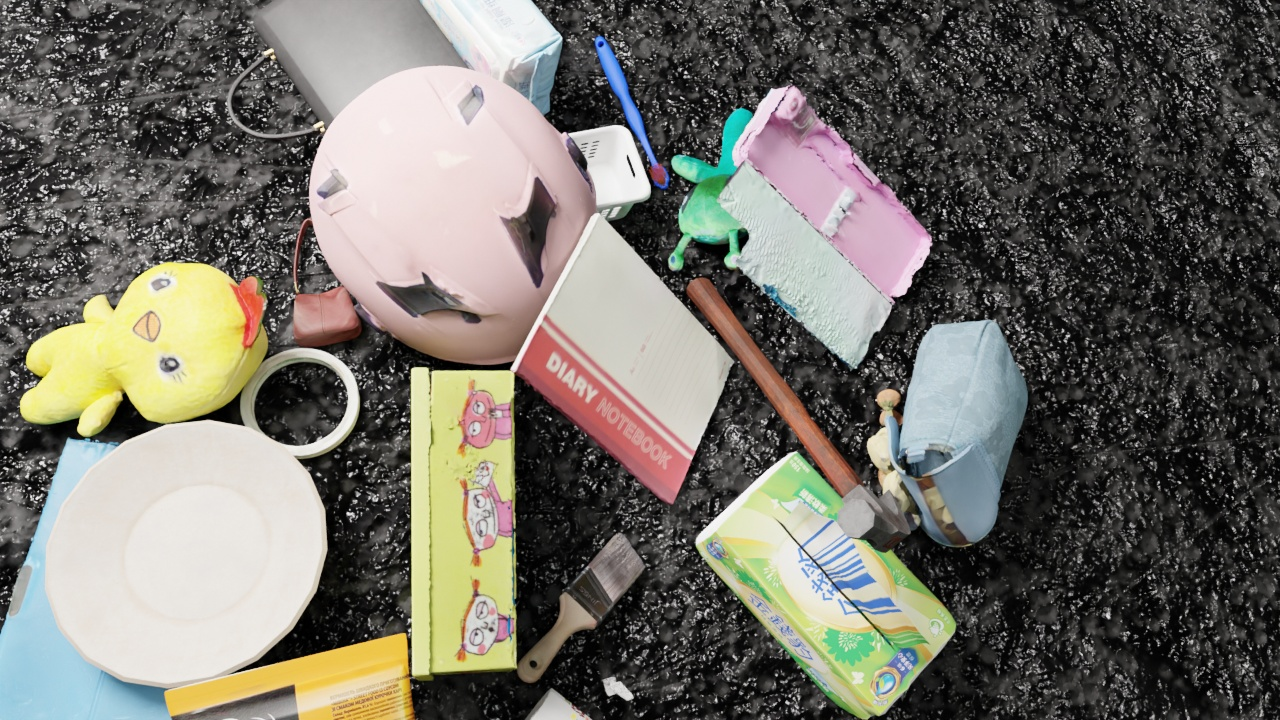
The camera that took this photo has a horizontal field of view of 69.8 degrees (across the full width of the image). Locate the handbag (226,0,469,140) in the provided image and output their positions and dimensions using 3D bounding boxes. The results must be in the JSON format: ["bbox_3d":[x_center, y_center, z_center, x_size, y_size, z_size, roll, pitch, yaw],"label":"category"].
[{"bbox_3d":[-0.282,-0.263,0.843,0.195,0.072,0.175,-33,79,-15],"label":"handbag"}]

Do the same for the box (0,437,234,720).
[{"bbox_3d":[-0.378,0.175,0.681,0.174,0.034,0.231,8,70,-7],"label":"box"}]

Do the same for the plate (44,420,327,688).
[{"bbox_3d":[-0.326,0.138,0.669,0.188,0.027,0.188,3,70,-8],"label":"plate"}]

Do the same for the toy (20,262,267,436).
[{"bbox_3d":[-0.383,-0.006,0.719,0.207,0.092,0.133,-12,67,-5],"label":"toy"}]

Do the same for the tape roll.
[{"bbox_3d":[-0.281,0.035,0.760,0.093,0.013,0.093,4,69,-10],"label":"tape roll"}]

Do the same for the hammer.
[{"bbox_3d":[0.120,0.034,0.765,0.028,0.111,0.300,-44,53,14],"label":"hammer"}]

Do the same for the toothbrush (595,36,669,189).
[{"bbox_3d":[-0.010,-0.249,0.911,0.016,0.018,0.182,-25,75,11],"label":"toothbrush"}]

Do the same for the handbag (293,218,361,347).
[{"bbox_3d":[-0.279,-0.071,0.795,0.055,0.029,0.119,-13,68,-13],"label":"handbag"}]

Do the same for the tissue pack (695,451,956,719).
[{"bbox_3d":[0.153,0.172,0.722,0.197,0.142,0.120,42,68,6],"label":"tissue pack"}]

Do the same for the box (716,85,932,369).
[{"bbox_3d":[0.162,-0.113,0.833,0.230,0.035,0.159,37,77,-28],"label":"box"}]

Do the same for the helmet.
[{"bbox_3d":[-0.150,-0.123,0.739,0.230,0.152,0.255,-31,82,-2],"label":"helmet"}]

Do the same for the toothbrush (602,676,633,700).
[{"bbox_3d":[-0.015,0.235,0.646,0.010,0.182,0.010,-16,77,-11],"label":"toothbrush"}]

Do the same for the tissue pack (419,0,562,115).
[{"bbox_3d":[-0.149,-0.311,0.857,0.069,0.112,0.182,-36,80,-21],"label":"tissue pack"}]

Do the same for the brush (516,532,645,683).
[{"bbox_3d":[-0.046,0.194,0.721,0.039,0.012,0.150,43,47,6],"label":"brush"}]

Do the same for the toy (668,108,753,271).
[{"bbox_3d":[0.090,-0.166,0.877,0.131,0.072,0.193,6,59,33],"label":"toy"}]

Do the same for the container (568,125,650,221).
[{"bbox_3d":[-0.064,-0.162,0.852,0.129,0.050,0.080,-15,74,-15],"label":"container"}]

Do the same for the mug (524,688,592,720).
[{"bbox_3d":[-0.059,0.308,0.662,0.089,0.074,0.104,37,42,4],"label":"mug"}]

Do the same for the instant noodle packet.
[{"bbox_3d":[-0.226,0.319,0.637,0.159,0.032,0.220,-9,84,-21],"label":"instant noodle packet"}]

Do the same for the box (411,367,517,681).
[{"bbox_3d":[-0.135,0.127,0.697,0.081,0.125,0.220,2,72,-10],"label":"box"}]

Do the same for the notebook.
[{"bbox_3d":[-0.004,0.004,0.754,0.208,0.012,0.152,44,60,-37],"label":"notebook"}]

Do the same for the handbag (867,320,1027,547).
[{"bbox_3d":[0.263,0.059,0.805,0.122,0.119,0.191,51,51,-34],"label":"handbag"}]
